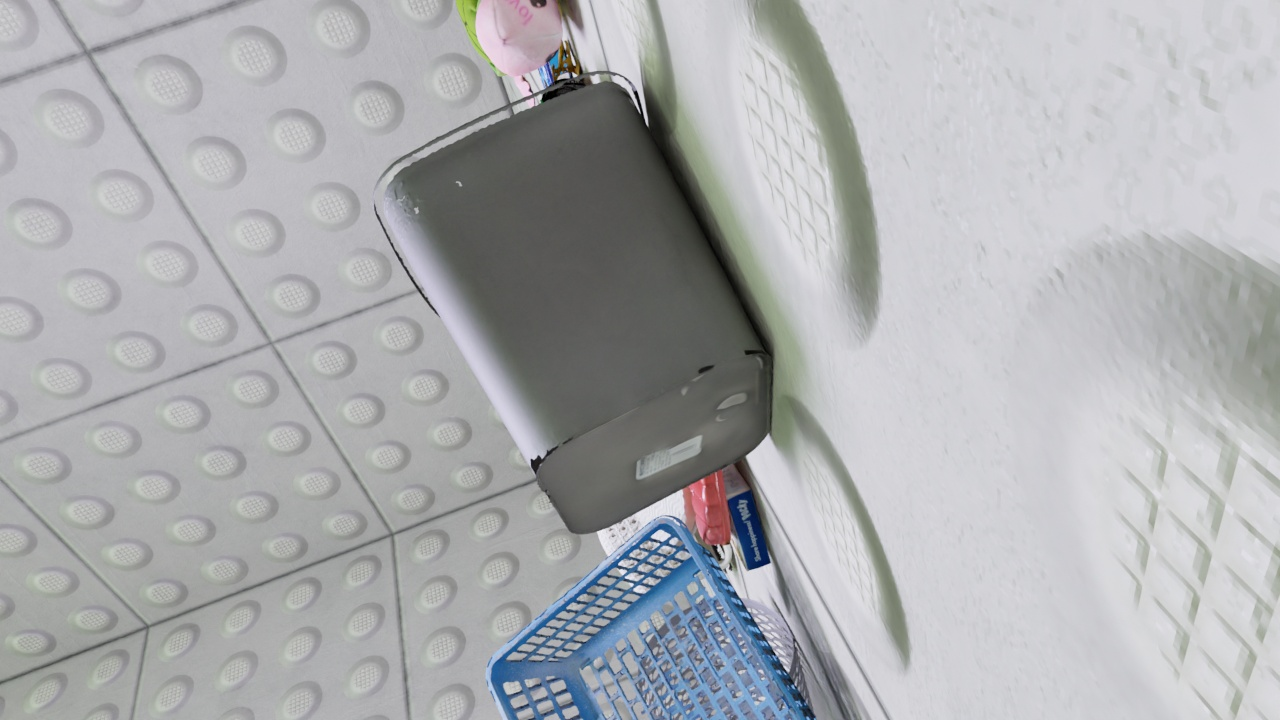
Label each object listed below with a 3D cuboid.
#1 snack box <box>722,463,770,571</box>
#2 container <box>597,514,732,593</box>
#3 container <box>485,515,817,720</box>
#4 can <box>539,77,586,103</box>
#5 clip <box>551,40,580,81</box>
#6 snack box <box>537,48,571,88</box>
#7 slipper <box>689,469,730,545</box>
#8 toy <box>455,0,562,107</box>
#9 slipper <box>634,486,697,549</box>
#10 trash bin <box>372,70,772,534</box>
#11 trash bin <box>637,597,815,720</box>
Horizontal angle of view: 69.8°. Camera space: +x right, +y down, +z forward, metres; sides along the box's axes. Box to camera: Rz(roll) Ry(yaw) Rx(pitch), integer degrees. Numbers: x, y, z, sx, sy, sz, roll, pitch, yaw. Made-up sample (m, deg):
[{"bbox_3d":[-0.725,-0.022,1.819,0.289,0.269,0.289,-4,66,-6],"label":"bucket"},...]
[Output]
[{"bbox_3d":[0.081,0.127,0.877,0.150,0.026,0.082,-122,15,-68],"label":"snack box"},{"bbox_3d":[0.018,0.202,1.245,0.185,0.143,0.251,56,-176,-30],"label":"container"},{"bbox_3d":[0.048,0.344,0.767,0.089,0.258,0.362,14,-142,-57],"label":"container"},{"bbox_3d":[-0.073,-0.239,0.916,0.138,0.054,0.054,-164,53,-84],"label":"can"},{"bbox_3d":[-0.073,-0.289,0.908,0.048,0.046,0.054,36,174,3],"label":"clip"},{"bbox_3d":[-0.103,-0.344,0.987,0.082,0.027,0.150,-118,9,-57],"label":"snack box"},{"bbox_3d":[0.028,0.044,0.801,0.103,0.059,0.248,169,90,-83],"label":"slipper"},{"bbox_3d":[-0.123,-0.329,0.847,0.238,0.087,0.190,-112,25,-45],"label":"toy"},{"bbox_3d":[0.002,0.075,0.950,0.272,0.054,0.115,61,145,41],"label":"slipper"},{"bbox_3d":[-0.033,-0.028,0.610,0.220,0.197,0.198,60,173,28],"label":"trash bin"},{"bbox_3d":[0.100,0.363,0.929,0.156,0.156,0.183,-118,6,-61],"label":"trash bin"}]
